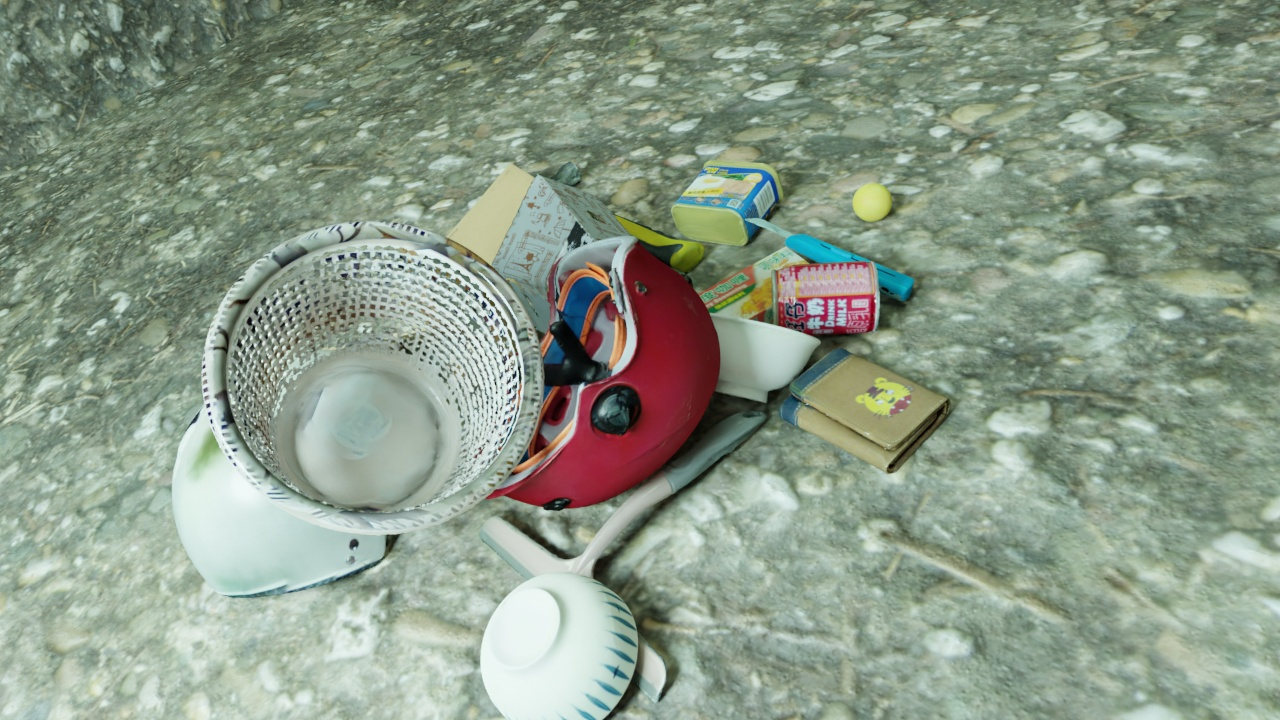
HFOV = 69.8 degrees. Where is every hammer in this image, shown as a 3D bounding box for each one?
[{"bbox_3d":[-0.046,-0.167,1.117,0.126,0.032,0.323,-38,42,-19],"label":"hammer"}]

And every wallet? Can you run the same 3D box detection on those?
[{"bbox_3d":[0.186,0.040,0.768,0.090,0.033,0.115,-39,45,-21],"label":"wallet"}]

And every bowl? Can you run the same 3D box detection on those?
[{"bbox_3d":[0.095,0.001,0.816,0.118,0.118,0.064,11,87,34],"label":"bowl"},{"bbox_3d":[-0.067,0.202,0.654,0.117,0.066,0.116,-18,47,21],"label":"bowl"}]

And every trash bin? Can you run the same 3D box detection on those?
[{"bbox_3d":[-0.205,0.035,0.709,0.227,0.193,0.227,7,69,-17],"label":"trash bin"}]

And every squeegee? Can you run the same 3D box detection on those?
[{"bbox_3d":[0.016,0.111,0.760,0.249,0.040,0.248,-40,41,-21],"label":"squeegee"}]

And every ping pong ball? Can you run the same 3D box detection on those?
[{"bbox_3d":[0.245,-0.167,0.970,0.040,0.040,0.040,-13,39,11],"label":"ping pong ball"}]

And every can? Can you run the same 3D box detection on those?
[{"bbox_3d":[0.097,-0.179,1.042,0.102,0.057,0.083,14,53,37],"label":"can"},{"bbox_3d":[0.169,-0.057,0.846,0.094,0.067,0.066,-2,42,7],"label":"can"}]

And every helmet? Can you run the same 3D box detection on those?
[{"bbox_3d":[-0.331,0.080,0.866,0.230,0.157,0.273,-6,41,19],"label":"helmet"},{"bbox_3d":[-0.024,0.026,0.752,0.240,0.144,0.207,-65,23,-7],"label":"helmet"}]

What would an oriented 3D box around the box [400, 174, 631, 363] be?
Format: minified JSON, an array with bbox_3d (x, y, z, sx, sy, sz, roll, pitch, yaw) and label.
[{"bbox_3d":[-0.128,-0.100,0.927,0.157,0.193,0.183,-59,40,20],"label":"box"}]

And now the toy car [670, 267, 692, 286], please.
[{"bbox_3d":[-0.008,-0.083,0.995,0.070,0.042,0.158,-40,39,-22],"label":"toy car"}]

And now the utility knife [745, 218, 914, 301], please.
[{"bbox_3d":[0.185,-0.108,0.922,0.034,0.018,0.204,-25,43,-37],"label":"utility knife"}]

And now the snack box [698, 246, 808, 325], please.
[{"bbox_3d":[0.104,-0.055,0.918,0.155,0.027,0.077,-29,38,-9],"label":"snack box"}]

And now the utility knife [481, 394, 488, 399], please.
[{"bbox_3d":[-0.069,0.041,0.905,0.207,0.021,0.030,-2,37,31],"label":"utility knife"}]

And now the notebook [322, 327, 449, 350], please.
[{"bbox_3d":[-0.279,-0.017,0.998,0.208,0.008,0.147,-11,-1,14],"label":"notebook"}]

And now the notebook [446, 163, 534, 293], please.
[{"bbox_3d":[-0.162,-0.160,1.140,0.149,0.012,0.211,-50,43,-1],"label":"notebook"}]

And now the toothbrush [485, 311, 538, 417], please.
[{"bbox_3d":[-0.124,-0.014,0.975,0.027,0.026,0.212,-3,36,13],"label":"toothbrush"}]

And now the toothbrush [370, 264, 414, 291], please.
[{"bbox_3d":[-0.278,-0.096,1.149,0.221,0.026,0.026,20,76,41],"label":"toothbrush"}]
